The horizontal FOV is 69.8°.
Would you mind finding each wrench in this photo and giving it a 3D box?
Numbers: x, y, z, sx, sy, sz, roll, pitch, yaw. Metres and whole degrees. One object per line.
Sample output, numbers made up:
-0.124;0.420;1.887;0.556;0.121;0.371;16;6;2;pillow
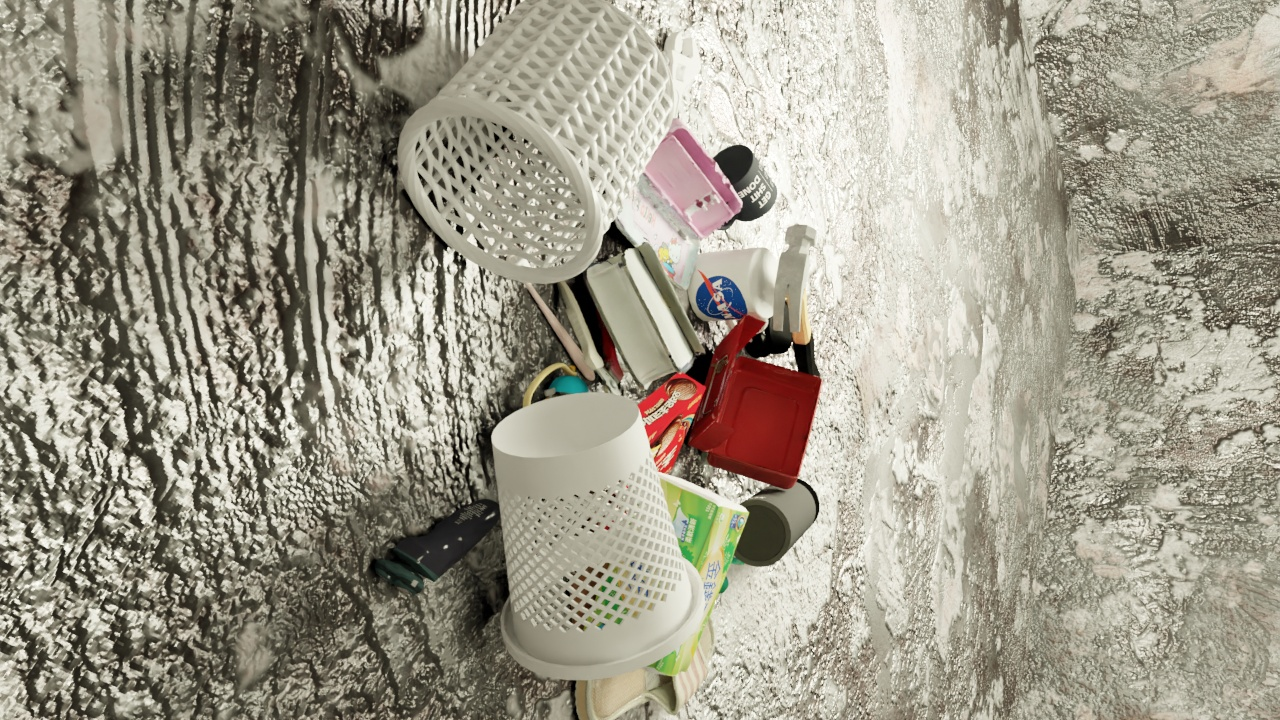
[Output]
0.031;-0.285;1.134;0.066;0.018;0.273;31;66;-50;wrench

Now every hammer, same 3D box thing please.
0.224;-0.043;1.275;0.328;0.039;0.131;65;36;-59;hammer

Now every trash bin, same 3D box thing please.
-0.051;0.147;0.843;0.194;0.196;0.200;-35;122;-49;trash bin

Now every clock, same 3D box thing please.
-0.084;0.067;0.946;0.098;0.044;0.130;-47;133;-44;clock
0.178;-0.051;1.311;0.120;0.043;0.091;24;70;-52;clock

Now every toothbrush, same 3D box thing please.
-0.089;-0.041;0.962;0.181;0.018;0.015;59;46;-36;toothbrush

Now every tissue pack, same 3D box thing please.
0.045;0.235;1.013;0.141;0.120;0.197;25;92;-56;tissue pack

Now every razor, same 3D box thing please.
-0.173;0.162;0.821;0.142;0.047;0.052;-36;142;-52;razor

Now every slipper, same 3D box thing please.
0.021;0.359;1.078;0.262;0.052;0.115;-3;91;-54;slipper

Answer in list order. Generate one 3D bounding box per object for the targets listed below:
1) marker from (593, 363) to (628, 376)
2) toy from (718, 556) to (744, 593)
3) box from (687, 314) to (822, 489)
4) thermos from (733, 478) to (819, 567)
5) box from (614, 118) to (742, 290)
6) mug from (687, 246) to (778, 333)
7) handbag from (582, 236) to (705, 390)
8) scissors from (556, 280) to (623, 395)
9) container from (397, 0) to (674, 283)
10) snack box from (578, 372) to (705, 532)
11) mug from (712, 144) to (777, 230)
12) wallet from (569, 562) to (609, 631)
-0.006;0.006;1.081;0.151;0.011;0.011;-8;96;-54;marker
0.084;0.239;1.160;0.193;0.072;0.130;51;50;-53;toy
0.160;0.062;1.186;0.170;0.157;0.156;24;66;-11;box
0.181;0.210;1.225;0.240;0.082;0.082;0;89;-71;thermos
0.040;-0.186;1.102;0.153;0.066;0.201;-53;147;0;box
0.128;-0.086;1.202;0.090;0.090;0.121;-51;129;-42;mug
0.018;-0.063;1.042;0.151;0.074;0.175;64;19;-7;handbag
-0.042;-0.006;0.960;0.179;0.015;0.184;55;20;-7;scissors
-0.086;-0.199;0.821;0.189;0.190;0.186;58;45;-36;container
0.001;0.101;1.007;0.151;0.036;0.133;-37;154;-48;snack box
0.126;-0.224;1.230;0.105;0.071;0.077;-53;136;-5;mug
-0.038;0.260;1.029;0.120;0.013;0.087;-16;107;-53;wallet
